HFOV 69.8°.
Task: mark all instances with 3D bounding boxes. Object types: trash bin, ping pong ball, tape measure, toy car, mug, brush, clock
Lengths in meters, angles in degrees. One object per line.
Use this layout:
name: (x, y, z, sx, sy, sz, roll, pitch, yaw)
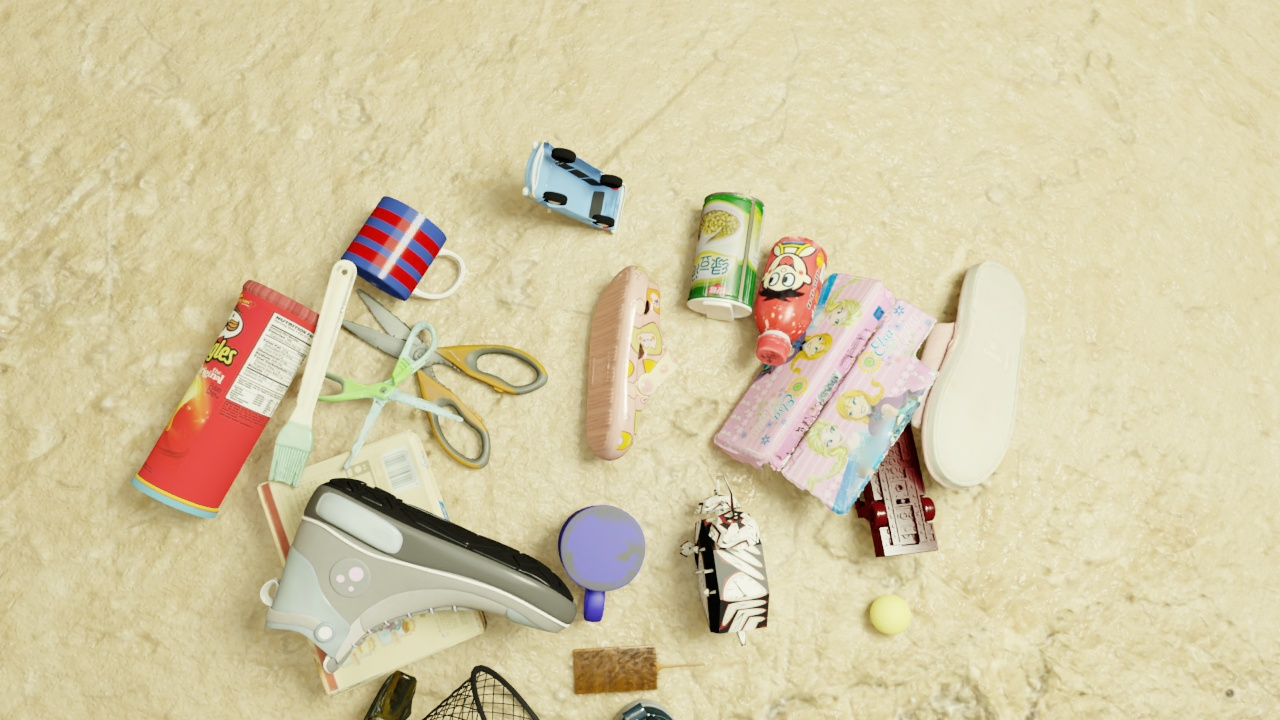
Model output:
trash bin: (-0.177, 0.407, 0.797, 0.210, 0.184, 0.184, -36, 87, -5)
ping pong ball: (0.254, 0.258, 0.932, 0.040, 0.040, 0.040, 1, 81, -6)
tape measure: (-0.236, 0.331, 0.853, 0.037, 0.065, 0.064, 29, 116, -5)
toy car: (-0.068, -0.172, 0.920, 0.055, 0.153, 0.056, 10, 88, 32)
mug: (-0.041, 0.196, 0.886, 0.079, 0.083, 0.111, 6, 80, -6)
mug: (-0.232, -0.101, 0.924, 0.112, 0.075, 0.076, 36, 78, -26)
brush: (-0.002, 0.305, 0.907, 0.126, 0.017, 0.048, -1, 81, -7)
clock: (0.077, 0.187, 0.881, 0.065, 0.114, 0.155, -6, 99, -8)
brush: (-0.304, 0.010, 0.860, 0.033, 0.012, 0.217, 14, 84, -3)
toy car: (0.252, 0.115, 0.941, 0.070, 0.062, 0.169, -5, 72, -8)

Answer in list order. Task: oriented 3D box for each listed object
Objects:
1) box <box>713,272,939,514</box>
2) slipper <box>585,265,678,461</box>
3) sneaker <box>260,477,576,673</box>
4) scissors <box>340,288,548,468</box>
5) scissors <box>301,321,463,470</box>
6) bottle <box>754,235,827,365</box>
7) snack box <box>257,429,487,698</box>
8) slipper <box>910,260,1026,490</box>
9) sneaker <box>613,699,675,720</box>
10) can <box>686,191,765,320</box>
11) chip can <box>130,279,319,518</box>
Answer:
box: (0.194, 0.022, 0.919, 0.161, 0.062, 0.230, 28, 76, 35)
slipper: (-0.006, 0.005, 0.927, 0.081, 0.093, 0.197, 11, 81, -25)
sneaker: (-0.197, 0.220, 0.813, 0.256, 0.093, 0.160, 27, 87, -4)
scissors: (-0.200, -0.002, 0.935, 0.175, 0.016, 0.225, -39, 85, -11)
scissors: (-0.249, 0.030, 0.891, 0.171, 0.021, 0.172, 16, 58, 9)
bottle: (0.149, -0.059, 0.942, 0.062, 0.062, 0.137, 22, 60, -3)
snack box: (-0.253, 0.190, 0.877, 0.153, 0.055, 0.207, -20, 84, -9)
slipper: (0.342, 0.013, 0.960, 0.114, 0.055, 0.273, 35, 61, -17)
sneaker: (0.042, 0.428, 0.857, 0.089, 0.087, 0.235, -27, 85, -10)
can: (0.090, -0.108, 0.957, 0.067, 0.067, 0.121, 10, 80, -5)
chip can: (-0.387, 0.035, 0.872, 0.087, 0.087, 0.213, 27, 80, -2)
